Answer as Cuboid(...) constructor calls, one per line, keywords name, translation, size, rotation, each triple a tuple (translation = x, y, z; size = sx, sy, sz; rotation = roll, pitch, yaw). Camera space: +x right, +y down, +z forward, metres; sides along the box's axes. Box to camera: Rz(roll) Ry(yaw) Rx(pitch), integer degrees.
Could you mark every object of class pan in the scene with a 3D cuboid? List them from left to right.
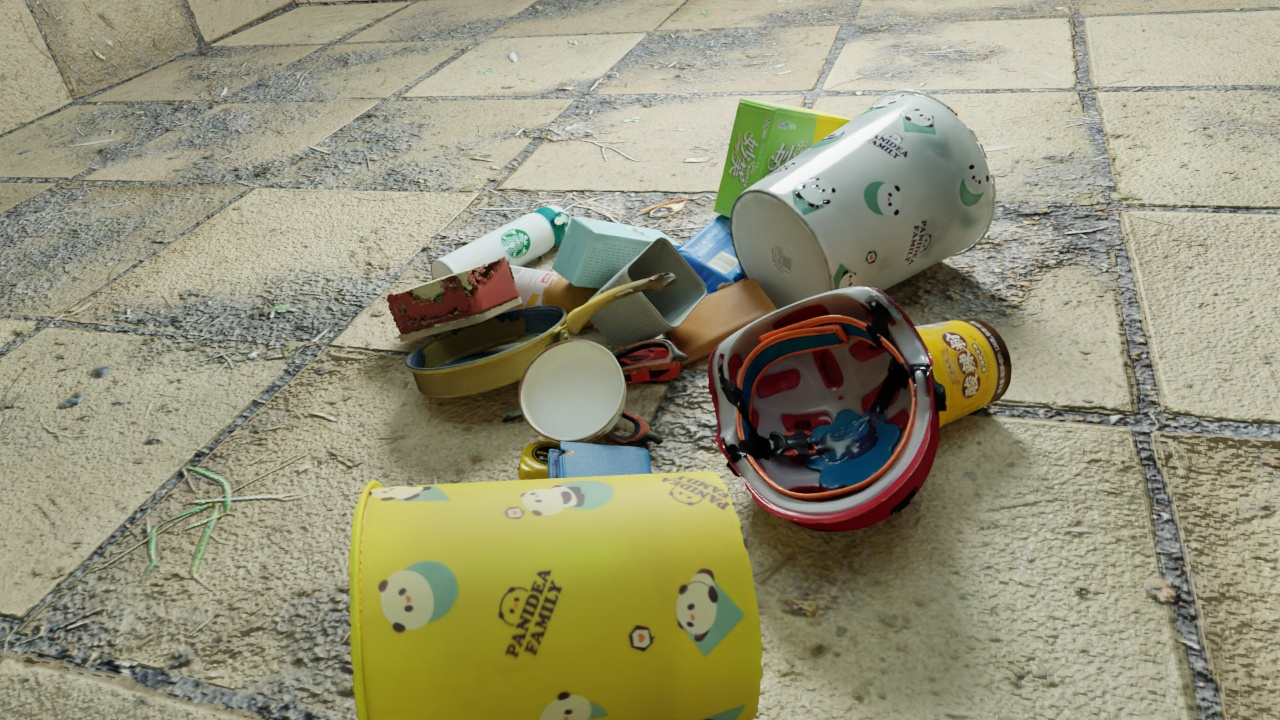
Cuboid(name="pan", translation=(-0.113, -0.037, 1.049), size=(0.358, 0.078, 0.197), rotation=(-7, 21, 27))

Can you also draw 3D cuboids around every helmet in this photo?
Cuboid(name="helmet", translation=(0.184, 0.062, 0.854), size=(0.207, 0.144, 0.239), rotation=(-24, 51, 20))

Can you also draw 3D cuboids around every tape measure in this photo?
Cuboid(name="tape measure", translation=(-0.096, 0.109, 0.948), size=(0.060, 0.029, 0.057), rotation=(9, 30, -6))

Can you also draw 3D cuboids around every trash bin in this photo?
Cuboid(name="trash bin", translation=(-0.059, 0.187, 0.667), size=(0.255, 0.230, 0.229), rotation=(-6, 33, -7))
Cuboid(name="trash bin", translation=(0.264, -0.181, 1.143), size=(0.251, 0.230, 0.229), rotation=(-30, 39, -20))

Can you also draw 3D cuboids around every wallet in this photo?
Cuboid(name="wallet", translation=(-0.036, 0.134, 0.878), size=(0.106, 0.040, 0.133), rotation=(3, 37, -10))
Cuboid(name="wallet", translation=(0.095, -0.050, 1.124), size=(0.132, 0.031, 0.107), rotation=(-24, 34, 0))

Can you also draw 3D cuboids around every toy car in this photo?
Cuboid(name="toy car", translation=(-0.006, 0.006, 1.066), size=(0.106, 0.049, 0.031), rotation=(-7, 32, -1))

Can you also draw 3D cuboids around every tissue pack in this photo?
Cuboid(name="tissue pack", translation=(0.112, -0.136, 1.233), size=(0.095, 0.052, 0.156), rotation=(34, 51, 17))

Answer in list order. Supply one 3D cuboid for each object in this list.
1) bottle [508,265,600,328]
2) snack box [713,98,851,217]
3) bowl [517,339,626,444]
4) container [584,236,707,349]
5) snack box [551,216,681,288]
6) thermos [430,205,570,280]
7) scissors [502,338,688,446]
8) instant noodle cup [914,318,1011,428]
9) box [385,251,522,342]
Cuboid(name="bottle", translation=(-0.116, -0.081, 1.201), size=(0.190, 0.068, 0.067), rotation=(11, 38, 22))
Cuboid(name="snack box", translation=(0.208, -0.269, 1.273), size=(0.209, 0.158, 0.070), rotation=(-7, 27, -44))
Cuboid(name="bowl", translation=(-0.067, 0.040, 0.973), size=(0.113, 0.062, 0.113), rotation=(-4, 68, 10))
Cuboid(name="container", translation=(0.001, -0.072, 1.099), size=(0.115, 0.090, 0.090), rotation=(-31, 13, 50))
Cuboid(name="snack box", translation=(-0.028, -0.134, 1.182), size=(0.051, 0.074, 0.174), rotation=(39, 24, 33))
Cuboid(name="thermos", translation=(-0.196, -0.163, 1.341), size=(0.073, 0.073, 0.223), rotation=(23, 44, 38))
Cuboid(name="scissors", translation=(-0.050, 0.033, 1.022), size=(0.227, 0.015, 0.189), rotation=(37, 80, 33))
Cuboid(name="instant noodle cup", translation=(0.302, 0.013, 0.935), size=(0.114, 0.119, 0.118), rotation=(-13, 33, -23))
Cuboid(name="box", translation=(-0.242, -0.083, 1.162), size=(0.169, 0.080, 0.091), rotation=(-11, 13, 39))
